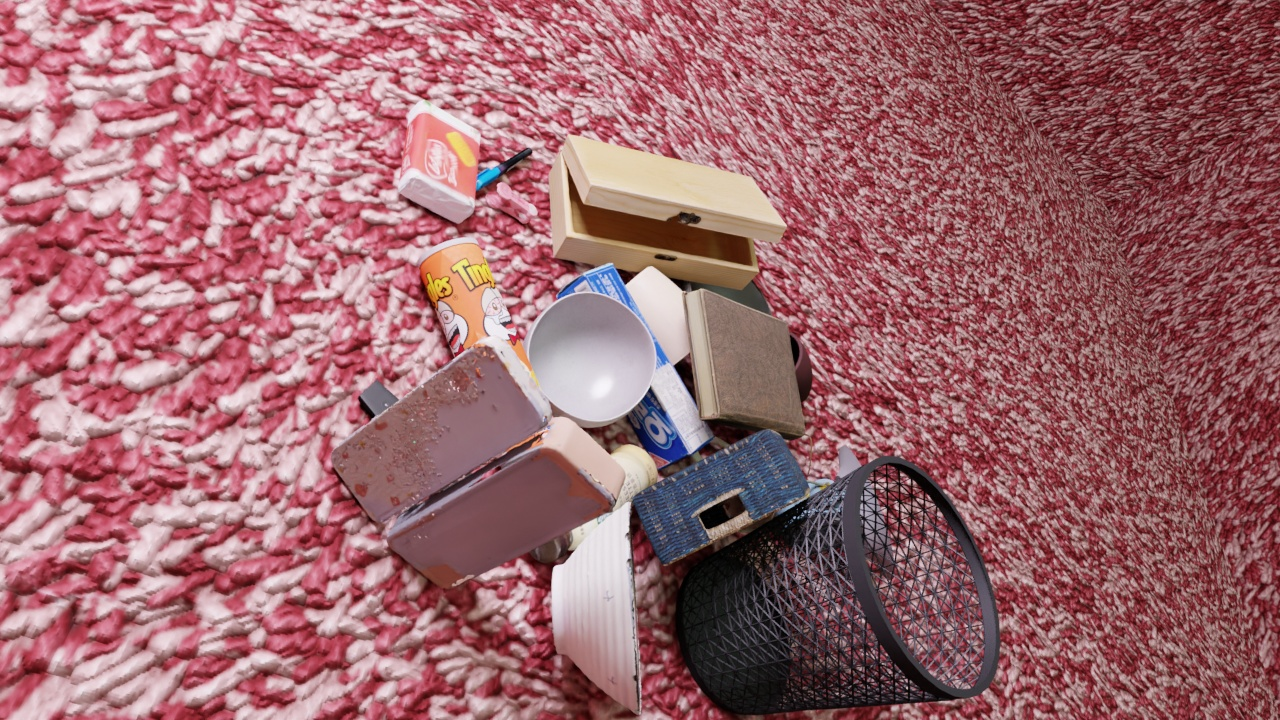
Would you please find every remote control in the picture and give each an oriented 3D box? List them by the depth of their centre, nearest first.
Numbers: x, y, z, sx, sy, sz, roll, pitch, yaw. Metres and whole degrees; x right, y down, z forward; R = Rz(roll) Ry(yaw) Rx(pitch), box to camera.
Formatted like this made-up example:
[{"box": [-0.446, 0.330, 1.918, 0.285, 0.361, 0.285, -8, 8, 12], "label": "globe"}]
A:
[{"box": [-0.193, 0.070, 0.790, 0.125, 0.010, 0.039, 49, 39, -12], "label": "remote control"}]

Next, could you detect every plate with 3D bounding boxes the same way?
[{"box": [0.271, 0.192, 1.142, 0.173, 0.019, 0.173, 159, -86, -88], "label": "plate"}]

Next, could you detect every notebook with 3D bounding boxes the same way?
[{"box": [0.125, 0.029, 1.032, 0.215, 0.035, 0.190, 15, 63, -54], "label": "notebook"}]

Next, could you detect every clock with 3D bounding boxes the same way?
[{"box": [0.205, 0.178, 1.086, 0.124, 0.089, 0.051, 47, 32, -39], "label": "clock"}]

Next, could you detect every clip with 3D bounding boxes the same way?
[{"box": [-0.144, -0.168, 1.004, 0.059, 0.038, 0.022, 30, 42, -30], "label": "clip"}]

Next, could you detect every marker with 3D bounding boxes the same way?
[{"box": [-0.154, -0.215, 1.020, 0.015, 0.018, 0.122, 52, 37, -11], "label": "marker"}]

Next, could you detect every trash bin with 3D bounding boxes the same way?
[{"box": [0.176, 0.237, 0.890, 0.216, 0.244, 0.216, 27, 48, -34], "label": "trash bin"}]

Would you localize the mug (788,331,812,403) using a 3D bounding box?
[{"box": [0.180, 0.012, 1.198, 0.088, 0.087, 0.114, 45, 7, -44], "label": "mug"}]

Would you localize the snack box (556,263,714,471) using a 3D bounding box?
[{"box": [-0.006, 0.006, 1.001, 0.059, 0.059, 0.226, -28, 86, -49], "label": "snack box"}]

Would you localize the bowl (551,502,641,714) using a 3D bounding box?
[{"box": [-0.038, 0.213, 0.790, 0.071, 0.177, 0.177, -3, 58, 0], "label": "bowl"}]

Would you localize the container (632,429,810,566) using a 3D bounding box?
[{"box": [0.084, 0.129, 0.892, 0.071, 0.145, 0.187, 64, 8, 11], "label": "container"}]

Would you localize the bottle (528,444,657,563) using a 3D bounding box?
[{"box": [-0.046, 0.136, 0.869, 0.056, 0.057, 0.161, 58, 38, 0], "label": "bottle"}]

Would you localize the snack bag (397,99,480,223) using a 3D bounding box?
[{"box": [-0.205, -0.204, 0.943, 0.077, 0.036, 0.115, 26, 48, -36], "label": "snack bag"}]

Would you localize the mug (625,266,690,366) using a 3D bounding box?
[{"box": [0.022, -0.052, 1.064, 0.104, 0.085, 0.111, 50, 10, -4], "label": "mug"}]

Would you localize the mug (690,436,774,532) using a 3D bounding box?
[{"box": [0.107, 0.126, 1.047, 0.122, 0.081, 0.097, 30, 31, 7], "label": "mug"}]

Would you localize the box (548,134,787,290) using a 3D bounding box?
[{"box": [0.031, -0.184, 1.066, 0.248, 0.123, 0.140, 8, 61, -24], "label": "box"}]

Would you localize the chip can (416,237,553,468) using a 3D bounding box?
[{"box": [-0.141, -0.008, 0.857, 0.062, 0.062, 0.210, -12, 75, -51], "label": "chip can"}]

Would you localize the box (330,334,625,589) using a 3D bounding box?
[{"box": [-0.130, 0.081, 0.685, 0.154, 0.217, 0.058, 48, 37, -15], "label": "box"}]

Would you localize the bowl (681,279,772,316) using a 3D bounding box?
[{"box": [0.098, -0.058, 1.157, 0.150, 0.057, 0.150, 24, 50, -32], "label": "bowl"}]

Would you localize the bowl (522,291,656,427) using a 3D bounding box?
[{"box": [-0.056, 0.003, 0.925, 0.131, 0.064, 0.131, 5, 75, -17], "label": "bowl"}]
